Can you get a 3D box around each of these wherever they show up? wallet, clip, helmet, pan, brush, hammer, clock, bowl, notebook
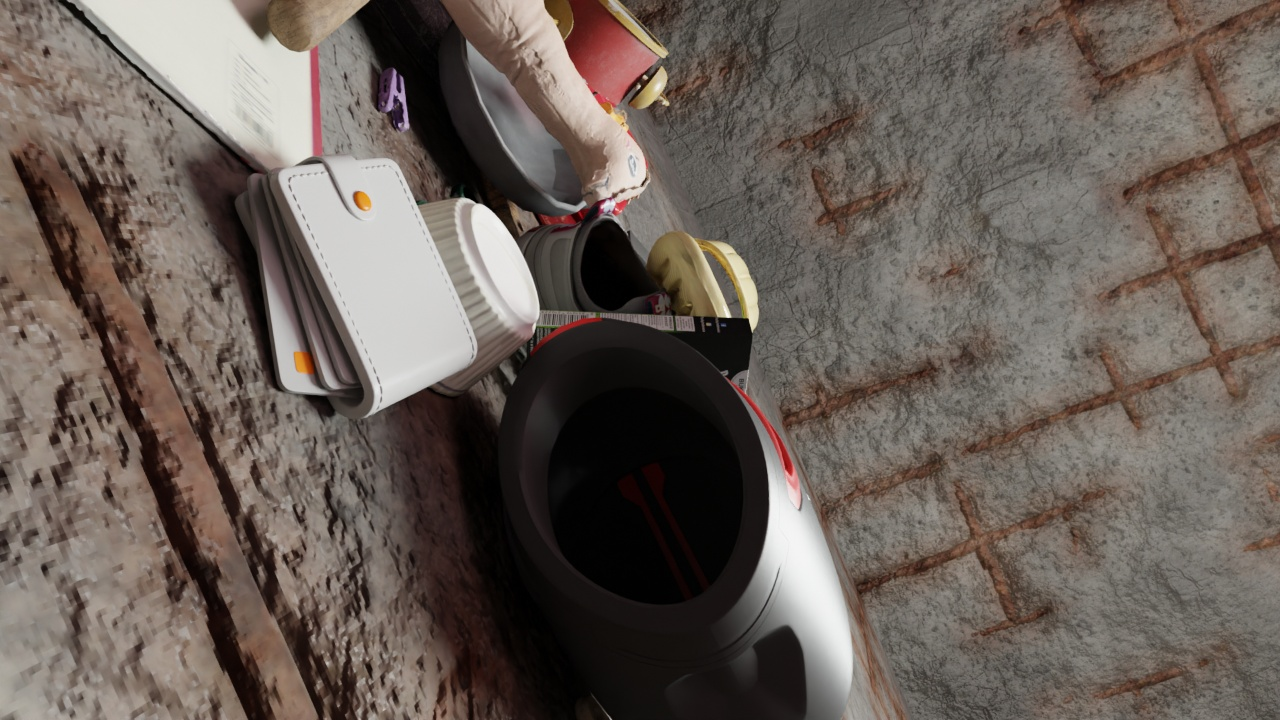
[{"bbox_3d":[-0.136,-0.035,0.423,0.118,0.038,0.115,66,26,-6],"label":"wallet"},{"bbox_3d":[-0.172,-0.182,0.628,0.042,0.014,0.052,12,58,-73],"label":"clip"},{"bbox_3d":[0.021,0.114,0.539,0.264,0.164,0.170,62,-3,29],"label":"helmet"},{"bbox_3d":[-0.058,-0.150,0.801,0.357,0.041,0.178,45,32,-45],"label":"pan"},{"bbox_3d":[-0.001,0.250,0.555,0.151,0.012,0.038,58,14,-31],"label":"brush"},{"bbox_3d":[-0.173,-0.261,0.605,0.321,0.040,0.129,-85,151,-56],"label":"hammer"},{"bbox_3d":[-0.034,-0.281,0.839,0.158,0.081,0.117,29,23,-40],"label":"clock"},{"bbox_3d":[-0.160,-0.258,0.777,0.357,0.040,0.207,66,11,5],"label":"pan"},{"bbox_3d":[-0.104,-0.043,0.533,0.115,0.062,0.115,61,13,-25],"label":"bowl"},{"bbox_3d":[-0.211,-0.186,0.461,0.153,0.012,0.208,53,18,-53],"label":"notebook"}]

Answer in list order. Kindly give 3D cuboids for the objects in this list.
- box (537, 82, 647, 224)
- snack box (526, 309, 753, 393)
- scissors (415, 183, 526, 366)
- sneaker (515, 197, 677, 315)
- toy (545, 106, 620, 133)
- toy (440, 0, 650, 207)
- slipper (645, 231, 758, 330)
[{"bbox_3d":[-0.073,-0.217,0.915,0.157,0.112,0.134,61,18,-25],"label":"box"},{"bbox_3d":[-0.002,0.009,0.625,0.025,0.147,0.080,-91,-176,-60],"label":"snack box"},{"bbox_3d":[-0.101,-0.045,0.680,0.210,0.015,0.142,60,11,-27],"label":"scissors"},{"bbox_3d":[-0.004,0.004,0.689,0.129,0.096,0.263,-24,-89,59],"label":"sneaker"},{"bbox_3d":[-0.051,-0.206,0.768,0.111,0.030,0.049,-6,79,-56],"label":"toy"},{"bbox_3d":[-0.070,-0.244,0.690,0.264,0.065,0.195,45,42,-30],"label":"toy"},{"bbox_3d":[0.056,-0.042,0.746,0.262,0.079,0.111,126,-60,-82],"label":"slipper"}]
